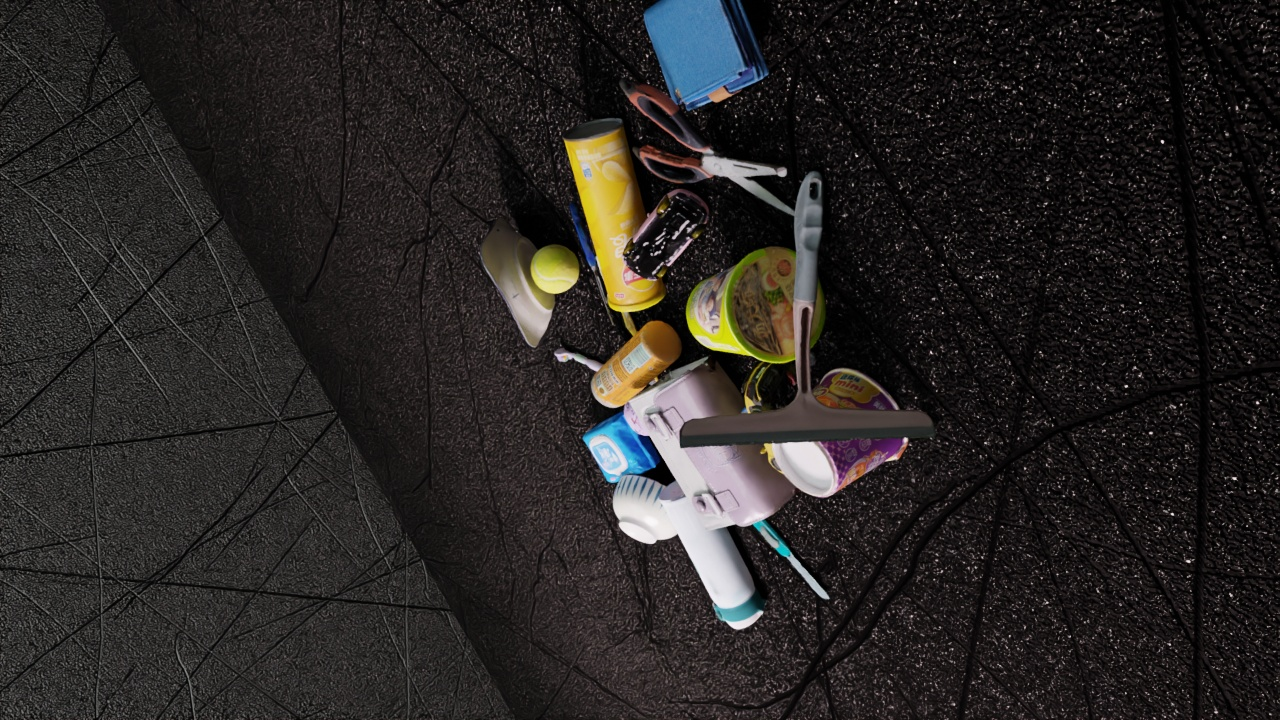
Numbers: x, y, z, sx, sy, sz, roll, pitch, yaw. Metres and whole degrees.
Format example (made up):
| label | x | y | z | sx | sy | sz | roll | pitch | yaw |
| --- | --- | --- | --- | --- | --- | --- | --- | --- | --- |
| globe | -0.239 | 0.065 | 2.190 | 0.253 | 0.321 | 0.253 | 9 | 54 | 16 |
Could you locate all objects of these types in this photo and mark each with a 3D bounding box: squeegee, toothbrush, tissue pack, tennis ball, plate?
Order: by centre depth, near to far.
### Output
| label | x | y | z | sx | sy | sz | roll | pitch | yaw |
| --- | --- | --- | --- | --- | --- | --- | --- | --- | --- |
| squeegee | 0.155 | -0.048 | 0.852 | 0.040 | 0.247 | 0.249 | -133 | 43 | -79 |
| toothbrush | -0.019 | -0.051 | 1.205 | 0.191 | 0.018 | 0.016 | 65 | 167 | -15 |
| tennis ball | -0.115 | -0.123 | 1.231 | 0.065 | 0.065 | 0.066 | 38 | 146 | 31 |
| plate | -0.158 | -0.114 | 1.268 | 0.163 | 0.034 | 0.164 | -81 | -31 | -62 |
| toothbrush | -0.060 | 0.014 | 1.332 | 0.189 | 0.029 | 0.021 | 21 | 98 | 45 |
| tissue pack | -0.033 | 0.132 | 1.373 | 0.095 | 0.052 | 0.157 | 58 | 151 | -1 |

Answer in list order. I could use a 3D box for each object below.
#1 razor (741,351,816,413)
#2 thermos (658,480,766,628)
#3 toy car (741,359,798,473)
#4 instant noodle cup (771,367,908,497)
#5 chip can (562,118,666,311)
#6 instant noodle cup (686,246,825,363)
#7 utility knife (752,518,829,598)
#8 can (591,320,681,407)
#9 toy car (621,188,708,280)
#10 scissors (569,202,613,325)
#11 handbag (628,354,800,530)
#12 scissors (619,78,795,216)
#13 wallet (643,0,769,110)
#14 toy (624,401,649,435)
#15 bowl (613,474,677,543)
| label | x | y | z | sx | sy | sz | roll | pitch | yaw |
| --- | --- | --- | --- | --- | --- | --- | --- | --- | --- |
| razor | 0.157 | 0.027 | 1.008 | 0.042 | 0.022 | 0.143 | 22 | 144 | -5 |
| thermos | 0.102 | 0.273 | 1.289 | 0.073 | 0.073 | 0.224 | -7 | 112 | 59 |
| toy car | 0.149 | 0.063 | 0.977 | 0.041 | 0.071 | 0.156 | 16 | 147 | 40 |
| instant noodle cup | 0.194 | 0.077 | 0.924 | 0.111 | 0.099 | 0.112 | 37 | 144 | 33 |
| chip can | -0.027 | -0.164 | 1.052 | 0.072 | 0.071 | 0.213 | 21 | 134 | 47 |
| instant noodle cup | 0.107 | -0.053 | 0.930 | 0.112 | 0.111 | 0.124 | 63 | 160 | -10 |
| utility knife | 0.167 | 0.225 | 1.198 | 0.223 | 0.013 | 0.029 | 47 | 150 | 17 |
| can | -0.007 | 0.007 | 1.175 | 0.058 | 0.058 | 0.146 | 54 | 139 | 6 |
| toy car | 0.027 | -0.138 | 1.002 | 0.056 | 0.037 | 0.123 | 35 | 131 | -10 |
| scissors | -0.061 | -0.127 | 1.138 | 0.173 | 0.012 | 0.162 | 72 | 178 | -58 |
| handbag | 0.088 | 0.102 | 1.122 | 0.197 | 0.098 | 0.145 | 58 | 146 | -2 |
| scissors | 0.060 | -0.202 | 0.909 | 0.227 | 0.015 | 0.189 | 42 | 164 | -4 |
| wallet | 0.057 | -0.288 | 0.830 | 0.106 | 0.040 | 0.133 | 66 | 160 | -12 |
| toy | 0.015 | 0.082 | 1.261 | 0.108 | 0.038 | 0.084 | 10 | 121 | 52 |
| bowl | 0.009 | 0.225 | 1.341 | 0.116 | 0.066 | 0.117 | 22 | 152 | 12 |
